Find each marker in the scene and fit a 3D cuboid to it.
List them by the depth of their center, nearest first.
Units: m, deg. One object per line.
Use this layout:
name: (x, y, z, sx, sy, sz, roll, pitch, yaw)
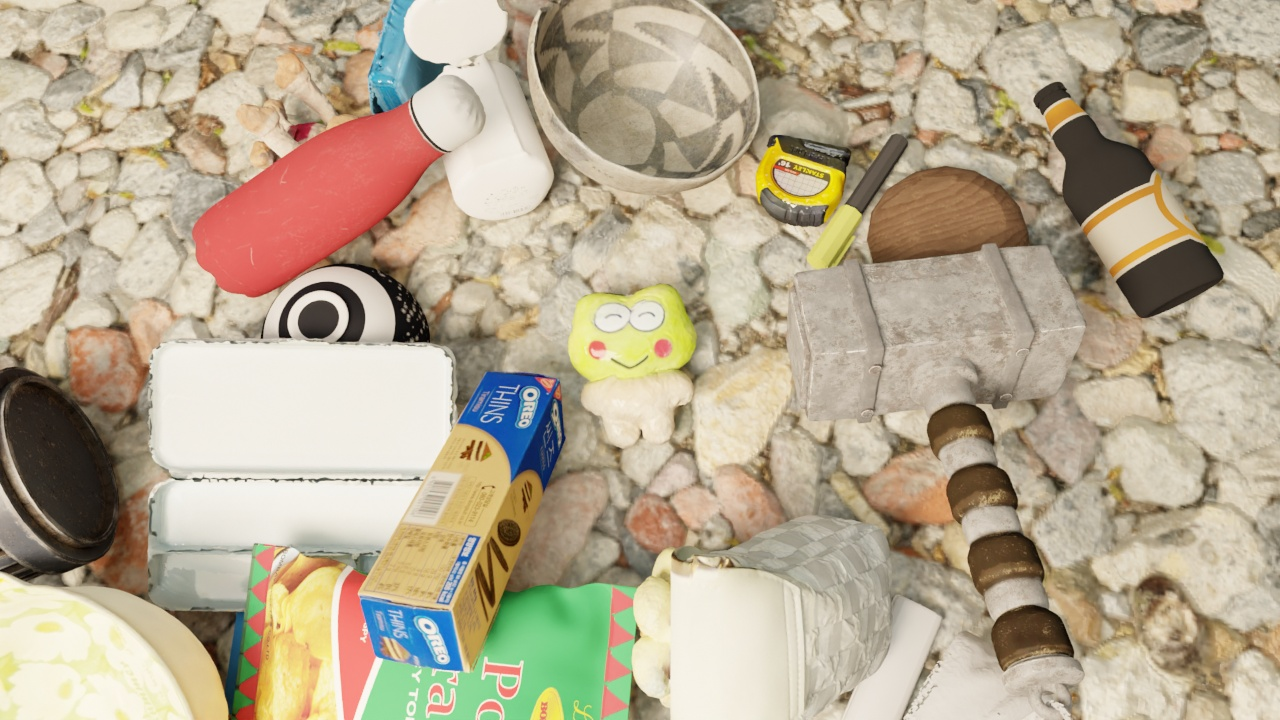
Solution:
marker: (0.165, -0.119, 0.688, 0.021, 0.017, 0.123, 40, 76, -20)

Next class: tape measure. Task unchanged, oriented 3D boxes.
tape measure: (0.119, -0.131, 0.684, 0.065, 0.037, 0.064, 12, 74, 10)

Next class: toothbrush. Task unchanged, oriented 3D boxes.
toothbrush: (-0.269, 0.158, 0.638, 0.016, 0.014, 0.166, 3, 77, 3)

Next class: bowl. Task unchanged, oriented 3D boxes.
bowl: (-0.322, 0.214, 0.571, 0.189, 0.060, 0.219, -38, 88, 26)
bowl: (-0.218, -0.018, 0.658, 0.120, 0.066, 0.120, -1, 73, 4)
bowl: (0.227, -0.094, 0.669, 0.118, 0.030, 0.117, -1, 73, 4)
bowl: (-0.005, -0.191, 0.682, 0.178, 0.081, 0.178, 7, 67, -17)

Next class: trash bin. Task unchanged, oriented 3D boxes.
trash bin: (-0.484, 0.108, 0.593, 0.227, 0.164, 0.164, -22, 73, -7)

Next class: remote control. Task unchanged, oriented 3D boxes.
remote control: (0.155, 0.216, 0.588, 0.033, 0.012, 0.130, 25, 76, 11)

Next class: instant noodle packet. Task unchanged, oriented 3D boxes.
instant noodle packet: (-0.133, 0.223, 0.560, 0.253, 0.090, 0.195, 4, 85, 10)

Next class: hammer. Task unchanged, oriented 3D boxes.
hammer: (0.198, 0.072, 0.538, 0.177, 0.080, 0.325, -6, 51, 2)

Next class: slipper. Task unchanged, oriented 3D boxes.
slipper: (0.157, 0.278, 0.530, 0.246, 0.112, 0.075, -51, 36, -14)

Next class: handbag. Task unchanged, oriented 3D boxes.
handbag: (0.074, 0.154, 0.551, 0.124, 0.171, 0.112, -3, 91, 43)

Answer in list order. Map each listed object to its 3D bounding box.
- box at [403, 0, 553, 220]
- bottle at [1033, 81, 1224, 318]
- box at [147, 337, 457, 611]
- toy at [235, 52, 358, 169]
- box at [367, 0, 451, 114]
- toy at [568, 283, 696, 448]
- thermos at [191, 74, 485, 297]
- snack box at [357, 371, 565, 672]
box: (-0.114, -0.177, 0.657, 0.080, 0.150, 0.106, -19, 70, -4)
bottle: (0.336, -0.121, 0.654, 0.059, 0.059, 0.181, -23, 73, -3)
box: (-0.226, 0.078, 0.617, 0.209, 0.037, 0.188, -1, 88, -2)
toy: (-0.247, -0.169, 0.701, 0.106, 0.074, 0.085, 27, 39, -17)
box: (-0.172, -0.294, 0.727, 0.052, 0.093, 0.231, 10, 75, 6)
toy: (-0.004, 0.004, 0.649, 0.092, 0.046, 0.115, -6, 81, -1)
thermos: (-0.208, -0.124, 0.641, 0.240, 0.073, 0.073, -26, 71, 22)
snack box: (-0.098, 0.088, 0.565, 0.057, 0.056, 0.206, 5, 36, 11)
